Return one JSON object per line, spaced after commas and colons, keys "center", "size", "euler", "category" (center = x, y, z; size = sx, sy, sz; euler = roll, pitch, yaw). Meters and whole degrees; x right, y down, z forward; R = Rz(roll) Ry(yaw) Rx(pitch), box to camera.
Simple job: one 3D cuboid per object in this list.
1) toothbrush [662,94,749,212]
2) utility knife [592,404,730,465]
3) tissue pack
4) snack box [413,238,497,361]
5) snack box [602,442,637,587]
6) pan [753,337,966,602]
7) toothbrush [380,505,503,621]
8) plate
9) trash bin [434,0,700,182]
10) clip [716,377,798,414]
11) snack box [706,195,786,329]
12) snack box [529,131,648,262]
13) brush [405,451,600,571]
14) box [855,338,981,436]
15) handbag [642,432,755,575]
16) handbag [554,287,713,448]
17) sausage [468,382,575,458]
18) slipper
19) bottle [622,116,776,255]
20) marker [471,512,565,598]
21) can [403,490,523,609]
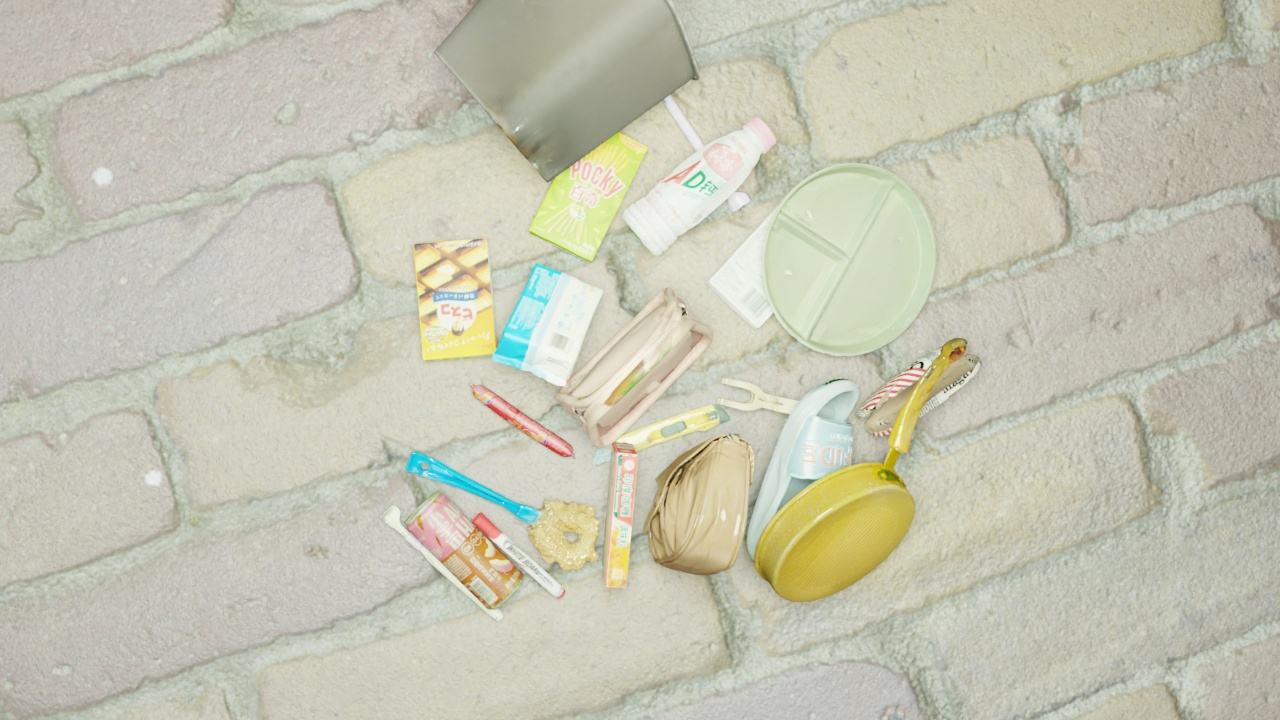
{"center": [0.070, -0.265, 1.119], "size": [0.029, 0.021, 0.189], "euler": [-34, 91, 28], "category": "toothbrush"}
{"center": [0.023, 0.090, 1.118], "size": [0.176, 0.019, 0.031], "euler": [-20, 88, 0], "category": "utility knife"}
{"center": [-0.106, -0.042, 1.063], "size": [0.090, 0.063, 0.139], "euler": [22, 58, -4], "category": "tissue pack"}
{"center": [-0.219, -0.072, 1.089], "size": [0.087, 0.034, 0.140], "euler": [-5, 92, -4], "category": "snack box"}
{"center": [-0.025, 0.179, 1.074], "size": [0.027, 0.077, 0.156], "euler": [5, 94, -6], "category": "snack box"}
{"center": [0.263, 0.130, 1.040], "size": [0.197, 0.078, 0.358], "euler": [19, 117, -43], "category": "pan"}
{"center": [-0.234, 0.244, 1.093], "size": [0.189, 0.020, 0.029], "euler": [44, 117, -4], "category": "toothbrush"}
{"center": [0.249, -0.120, 1.106], "size": [0.230, 0.027, 0.230], "euler": [-2, 100, -14], "category": "plate"}
{"center": [-0.083, -0.338, 1.018], "size": [0.220, 0.198, 0.199], "euler": [-42, 72, 4], "category": "trash bin"}
{"center": [0.145, 0.048, 1.102], "size": [0.103, 0.076, 0.034], "euler": [15, 88, 7], "category": "clip"}
{"center": [0.163, -0.123, 1.121], "size": [0.084, 0.027, 0.156], "euler": [43, 86, -4], "category": "snack box"}
{"center": [-0.063, -0.205, 1.104], "size": [0.086, 0.026, 0.156], "euler": [27, 87, -5], "category": "snack box"}
{"center": [-0.160, 0.172, 1.092], "size": [0.254, 0.046, 0.083], "euler": [25, 92, 0], "category": "brush"}
{"center": [0.342, 0.041, 1.118], "size": [0.163, 0.075, 0.076], "euler": [-36, 86, -6], "category": "box"}
{"center": [0.061, 0.163, 1.028], "size": [0.100, 0.205, 0.147], "euler": [17, 72, -6], "category": "handbag"}
{"center": [-0.006, 0.006, 1.002], "size": [0.093, 0.234, 0.193], "euler": [45, 88, 1], "category": "handbag"}
{"center": [-0.142, 0.073, 1.100], "size": [0.156, 0.020, 0.020], "euler": [35, 87, -3], "category": "sausage"}
{"center": [0.200, 0.136, 1.080], "size": [0.074, 0.104, 0.245], "euler": [24, 93, 37], "category": "slipper"}
{"center": [0.073, -0.208, 1.081], "size": [0.197, 0.068, 0.068], "euler": [-39, 93, 4], "category": "bottle"}
{"center": [-0.142, 0.232, 1.084], "size": [0.017, 0.017, 0.145], "euler": [-45, 107, -4], "category": "marker"}
{"center": [-0.206, 0.222, 1.072], "size": [0.058, 0.058, 0.147], "euler": [-44, 95, -4], "category": "can"}
